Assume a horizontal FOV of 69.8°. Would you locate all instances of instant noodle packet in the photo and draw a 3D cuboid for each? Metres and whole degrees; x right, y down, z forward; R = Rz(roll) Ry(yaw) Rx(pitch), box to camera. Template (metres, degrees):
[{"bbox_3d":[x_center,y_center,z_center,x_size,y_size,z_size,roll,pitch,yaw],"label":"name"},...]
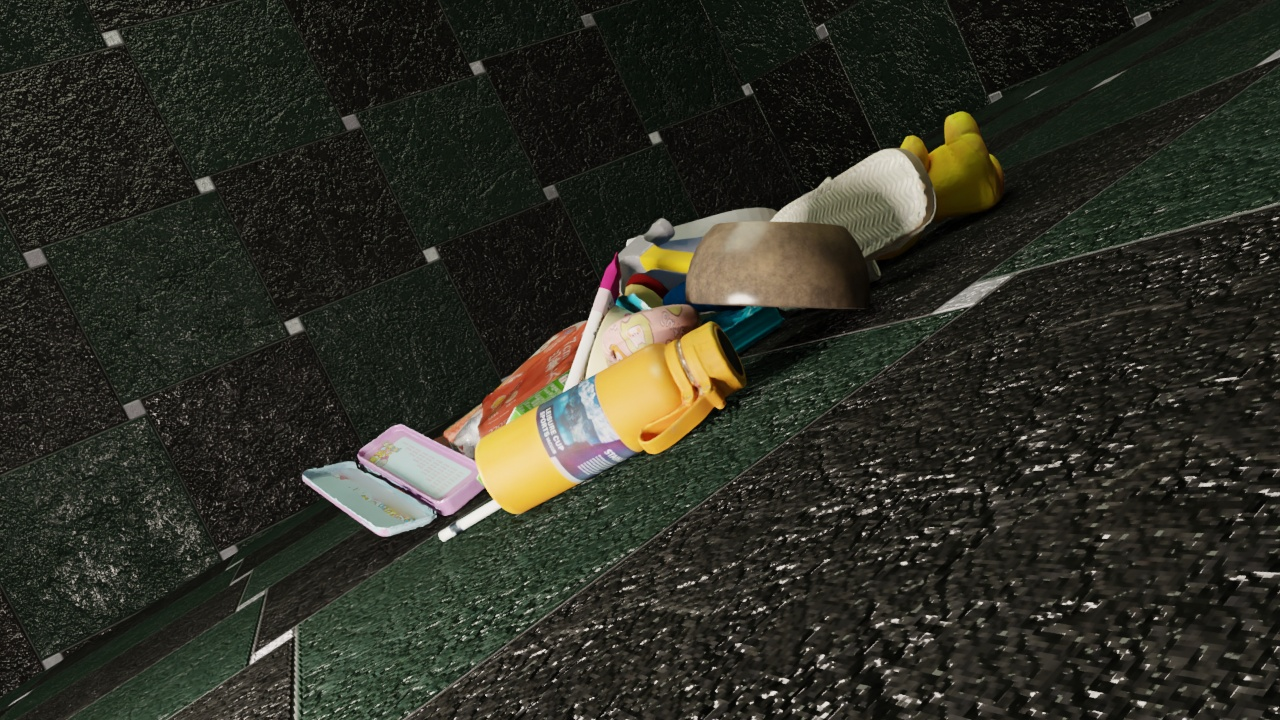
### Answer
[{"bbox_3d":[-0.132,0.038,1.066,0.164,0.084,0.221,-39,-5,-25],"label":"instant noodle packet"}]

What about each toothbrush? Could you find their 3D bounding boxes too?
[{"bbox_3d":[-0.115,0.121,0.891,0.186,0.017,0.012,-31,3,-3],"label":"toothbrush"}]

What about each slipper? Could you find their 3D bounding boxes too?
[{"bbox_3d":[0.201,-0.127,0.917,0.054,0.114,0.273,-26,-6,-26],"label":"slipper"},{"bbox_3d":[0.018,0.016,0.863,0.093,0.081,0.197,-17,-21,-8],"label":"slipper"}]

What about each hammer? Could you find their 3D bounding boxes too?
[{"bbox_3d":[0.077,-0.106,1.023,0.126,0.029,0.324,-43,31,-21],"label":"hammer"}]

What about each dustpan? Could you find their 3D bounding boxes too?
[{"bbox_3d":[0.090,-0.138,1.288,0.257,0.053,0.192,-8,-29,-13],"label":"dustpan"}]

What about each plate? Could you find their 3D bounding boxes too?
[{"bbox_3d":[0.139,-0.090,1.142,0.224,0.024,0.224,-14,-10,-3],"label":"plate"}]

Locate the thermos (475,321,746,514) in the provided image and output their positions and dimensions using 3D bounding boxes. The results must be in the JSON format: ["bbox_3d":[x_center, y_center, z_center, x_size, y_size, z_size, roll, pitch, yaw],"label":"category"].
[{"bbox_3d":[-0.022,0.054,0.769,0.233,0.091,0.076,-29,-22,16],"label":"thermos"}]

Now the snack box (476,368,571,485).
[{"bbox_3d":[-0.106,0.066,1.052,0.167,0.027,0.132,-37,-15,-49],"label":"snack box"}]

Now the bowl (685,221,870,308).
[{"bbox_3d":[0.122,-0.084,0.816,0.162,0.070,0.162,2,4,0],"label":"bowl"}]

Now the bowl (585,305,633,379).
[{"bbox_3d":[-0.006,0.006,0.999,0.074,0.118,0.117,15,18,11],"label":"bowl"}]

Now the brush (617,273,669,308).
[{"bbox_3d":[-0.024,-0.032,1.203,0.173,0.082,0.042,-56,9,0],"label":"brush"}]

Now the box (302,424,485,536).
[{"bbox_3d":[-0.293,0.141,1.087,0.151,0.041,0.214,-25,28,-36],"label":"box"}]

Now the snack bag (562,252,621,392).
[{"bbox_3d":[-0.052,-0.016,0.986,0.070,0.016,0.196,78,-151,-73],"label":"snack bag"}]

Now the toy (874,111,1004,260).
[{"bbox_3d":[0.291,-0.167,0.981,0.194,0.087,0.134,-24,-35,19],"label":"toy"}]

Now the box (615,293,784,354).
[{"bbox_3d":[0.051,-0.031,1.058,0.168,0.086,0.227,4,-2,-13],"label":"box"}]

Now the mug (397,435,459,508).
[{"bbox_3d":[-0.255,0.144,1.177,0.111,0.081,0.117,-28,23,-7],"label":"mug"}]
